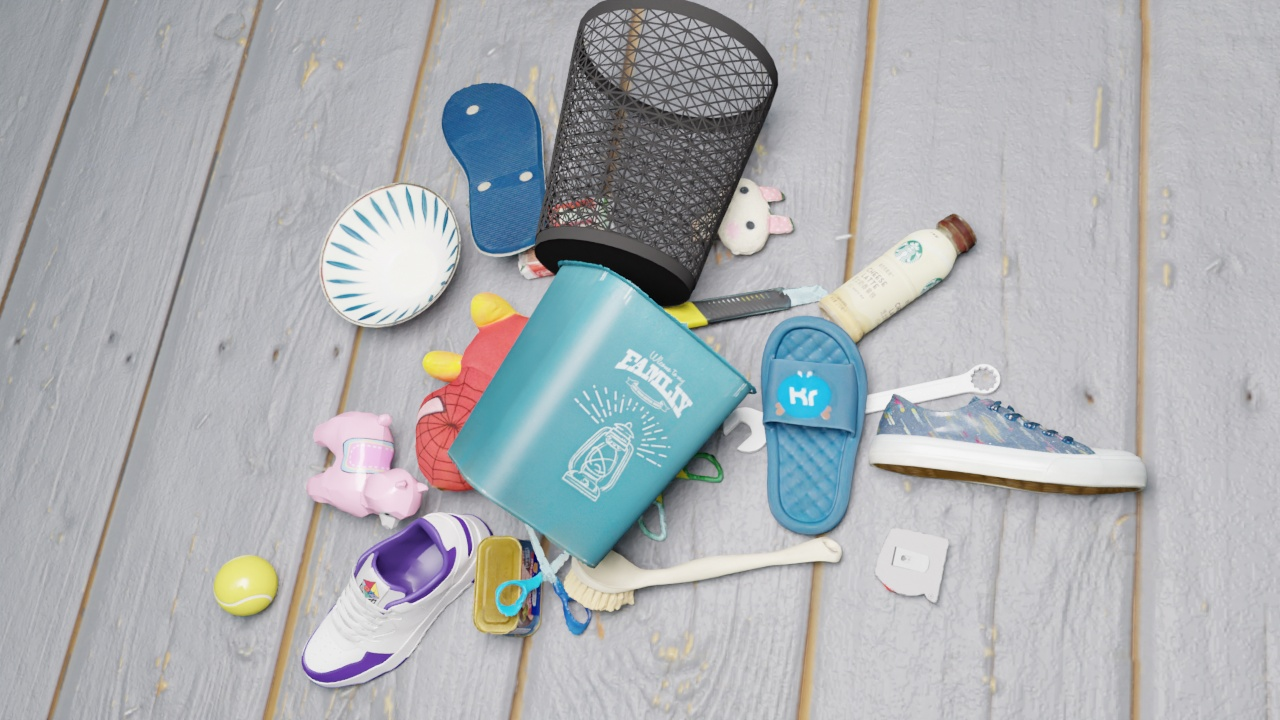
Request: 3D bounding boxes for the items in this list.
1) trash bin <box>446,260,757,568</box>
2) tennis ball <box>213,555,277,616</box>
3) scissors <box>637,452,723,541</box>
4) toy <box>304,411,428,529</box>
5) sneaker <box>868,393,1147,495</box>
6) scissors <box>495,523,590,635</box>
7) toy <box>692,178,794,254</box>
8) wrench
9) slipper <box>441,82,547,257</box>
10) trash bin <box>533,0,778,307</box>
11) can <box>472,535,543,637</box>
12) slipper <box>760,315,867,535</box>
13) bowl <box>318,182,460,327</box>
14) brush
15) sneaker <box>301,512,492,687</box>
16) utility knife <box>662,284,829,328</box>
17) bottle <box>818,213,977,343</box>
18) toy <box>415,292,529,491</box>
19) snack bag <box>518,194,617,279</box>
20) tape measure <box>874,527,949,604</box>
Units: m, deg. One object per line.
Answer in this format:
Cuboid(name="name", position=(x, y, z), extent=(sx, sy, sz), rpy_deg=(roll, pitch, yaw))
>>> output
Cuboid(name="trash bin", position=(-0.049, 0.051, 0.862), extent=(0.196, 0.199, 0.218), rpy_deg=(38, 83, -20))
Cuboid(name="tennis ball", position=(-0.434, 0.247, 1.010), extent=(0.065, 0.065, 0.065), rpy_deg=(-5, 72, 14))
Cuboid(name="scissors", position=(0.023, 0.125, 0.946), extent=(0.126, 0.011, 0.131), rpy_deg=(2, 75, 15))
Cuboid(name="toy", position=(-0.292, 0.117, 0.990), extent=(0.158, 0.067, 0.123), rpy_deg=(-4, 73, 36))
Cuboid(name="sneaker", position=(0.331, 0.073, 0.835), extent=(0.236, 0.087, 0.079), rpy_deg=(5, 77, 21))
Cuboid(name="scissors", position=(-0.090, 0.221, 0.917), extent=(0.014, 0.127, 0.133), rpy_deg=(-28, 104, 44))
Cuboid(name="toy", position=(0.107, -0.154, 0.990), extent=(0.112, 0.050, 0.087), rpy_deg=(-7, 72, 8))
Cuboid(name="wrench", position=(0.217, 0.046, 0.916), extent=(0.274, 0.009, 0.047), rpy_deg=(-13, 71, 12))
Cuboid(name="slipper", position=(-0.160, -0.221, 1.073), extent=(0.118, 0.060, 0.294), rpy_deg=(-19, 54, 4))
Cuboid(name="trash bin", position=(0.005, -0.198, 0.934), extent=(0.217, 0.217, 0.243), rpy_deg=(12, 76, 19))
Cuboid(name="can", position=(-0.134, 0.230, 0.933), extent=(0.054, 0.059, 0.099), rpy_deg=(-4, 73, 14))
Cuboid(name="slipper", position=(0.166, 0.062, 0.886), extent=(0.104, 0.059, 0.213), rpy_deg=(0, 86, 13))
Cuboid(name="bowl", position=(-0.278, -0.113, 1.072), extent=(0.177, 0.071, 0.177), rpy_deg=(-4, 73, 14))
Cuboid(name="brush", position=(0.058, 0.200, 0.893), extent=(0.272, 0.077, 0.061), rpy_deg=(-6, 36, 7))
Cuboid(name="sneaker", position=(-0.264, 0.246, 0.937), extent=(0.244, 0.111, 0.092), rpy_deg=(-43, 68, 0))
Cuboid(name="utility knife", position=(0.100, -0.056, 0.969), extent=(0.203, 0.020, 0.028), rpy_deg=(-9, 76, 6))
Cuboid(name="bottle", position=(0.258, -0.084, 0.918), extent=(0.162, 0.056, 0.056), rpy_deg=(-36, 68, 3))
Cuboid(name="toy", position=(-0.163, 0.040, 0.979), extent=(0.148, 0.099, 0.216), rpy_deg=(19, 78, 30))
Cuboid(name="snack bag", position=(-0.082, -0.140, 1.043), extent=(0.116, 0.036, 0.077), rpy_deg=(-9, 72, 13))
Cuboid(name="tape measure", position=(0.253, 0.190, 0.856), extent=(0.062, 0.020, 0.060), rpy_deg=(12, 77, 19))
